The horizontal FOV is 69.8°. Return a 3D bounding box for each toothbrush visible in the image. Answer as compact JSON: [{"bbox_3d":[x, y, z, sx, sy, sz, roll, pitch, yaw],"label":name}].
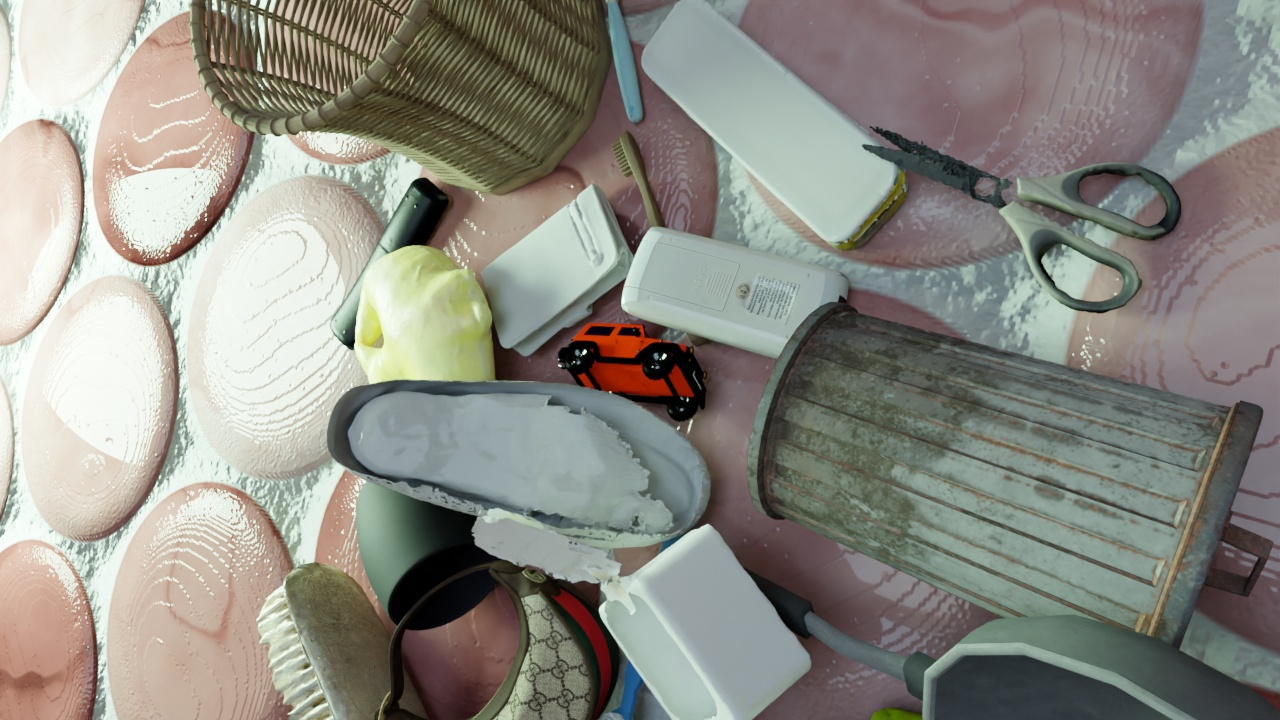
[{"bbox_3d":[-0.016,-0.241,0.659,0.022,0.016,0.155,-14,76,18],"label":"toothbrush"},{"bbox_3d":[0.001,0.171,0.572,0.016,0.014,0.166,8,78,47],"label":"toothbrush"},{"bbox_3d":[0.012,-0.084,0.617,0.016,0.016,0.166,-28,69,23],"label":"toothbrush"}]

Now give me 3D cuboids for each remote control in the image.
[{"bbox_3d":[-0.206,-0.078,0.742,0.041,0.020,0.152,42,105,30],"label":"remote control"},{"bbox_3d":[0.056,-0.041,0.567,0.138,0.025,0.060,17,82,22],"label":"remote control"}]

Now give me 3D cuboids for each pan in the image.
[{"bbox_3d":[0.142,0.151,0.424,0.358,0.041,0.179,18,136,48],"label":"pan"}]

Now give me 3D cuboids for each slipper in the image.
[{"bbox_3d":[-0.077,0.067,0.590,0.247,0.074,0.112,8,89,13],"label":"slipper"}]

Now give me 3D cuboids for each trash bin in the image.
[{"bbox_3d":[0.173,0.057,0.437,0.211,0.130,0.131,20,92,33],"label":"trash bin"}]

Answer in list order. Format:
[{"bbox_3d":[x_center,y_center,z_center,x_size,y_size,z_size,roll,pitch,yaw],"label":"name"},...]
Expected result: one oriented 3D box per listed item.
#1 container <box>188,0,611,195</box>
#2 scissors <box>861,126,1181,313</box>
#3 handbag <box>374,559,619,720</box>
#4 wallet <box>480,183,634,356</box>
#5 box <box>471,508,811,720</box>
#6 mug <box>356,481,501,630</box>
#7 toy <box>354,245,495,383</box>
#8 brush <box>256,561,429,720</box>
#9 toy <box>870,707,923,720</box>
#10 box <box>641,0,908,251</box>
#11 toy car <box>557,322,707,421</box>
[{"bbox_3d":[-0.151,-0.234,0.630,0.227,0.196,0.226,-5,80,29],"label":"container"},{"bbox_3d":[0.195,-0.079,0.494,0.170,0.012,0.131,-2,85,17],"label":"scissors"},{"bbox_3d":[-0.099,0.210,0.593,0.138,0.063,0.167,38,103,11],"label":"handbag"},{"bbox_3d":[-0.058,-0.062,0.649,0.116,0.032,0.086,-33,57,25],"label":"wallet"},{"bbox_3d":[0.000,0.127,0.511,0.190,0.111,0.083,38,60,4],"label":"box"},{"bbox_3d":[-0.143,0.114,0.649,0.118,0.085,0.100,-35,51,-11],"label":"mug"},{"bbox_3d":[-0.155,-0.008,0.675,0.155,0.064,0.170,-39,70,36],"label":"toy"},{"bbox_3d":[-0.188,0.264,0.641,0.057,0.083,0.271,-43,65,17],"label":"brush"},{"bbox_3d":[0.163,0.209,0.474,0.094,0.036,0.093,37,95,25],"label":"toy"},{"bbox_3d":[0.080,-0.153,0.581,0.064,0.033,0.209,-49,62,17],"label":"box"},{"bbox_3d":[-0.004,0.003,0.590,0.100,0.051,0.048,3,52,33],"label":"toy car"}]
